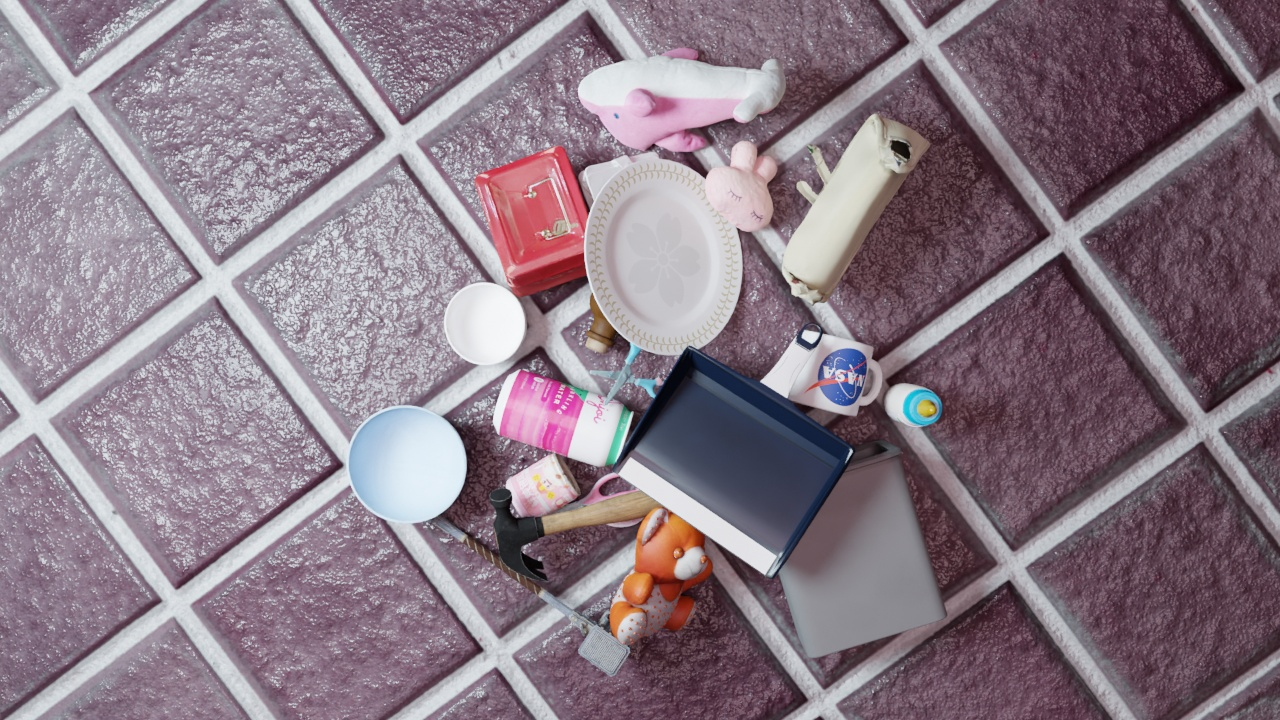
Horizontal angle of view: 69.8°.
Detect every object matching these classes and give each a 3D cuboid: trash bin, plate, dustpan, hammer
[{"bbox_3d":[0.261,0.236,1.166,0.192,0.097,0.220,-17,93,1],"label":"trash bin"},{"bbox_3d":[0.031,-0.127,1.137,0.242,0.016,0.242,2,87,-35],"label":"plate"},{"bbox_3d":[0.135,0.076,1.096,0.236,0.080,0.272,33,75,15],"label":"dustpan"},{"bbox_3d":[-0.150,0.286,1.189,0.322,0.098,0.044,33,92,8],"label":"hammer"},{"bbox_3d":[-0.032,0.195,1.169,0.305,0.040,0.132,-11,119,-12],"label":"hammer"}]

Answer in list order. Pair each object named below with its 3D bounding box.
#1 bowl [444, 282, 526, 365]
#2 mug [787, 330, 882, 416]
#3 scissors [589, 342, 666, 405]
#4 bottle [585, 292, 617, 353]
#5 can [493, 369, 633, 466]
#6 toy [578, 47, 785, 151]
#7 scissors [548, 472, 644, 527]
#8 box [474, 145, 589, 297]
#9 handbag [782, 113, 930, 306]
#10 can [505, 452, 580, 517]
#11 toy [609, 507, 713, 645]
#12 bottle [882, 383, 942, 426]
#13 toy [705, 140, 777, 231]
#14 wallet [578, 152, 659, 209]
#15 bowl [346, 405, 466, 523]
[{"bbox_3d":[-0.197,-0.046,1.185,0.105,0.054,0.105,0,90,0],"label":"bowl"},{"bbox_3d":[0.252,0.019,1.165,0.121,0.091,0.090,13,92,-19],"label":"mug"},{"bbox_3d":[-0.007,0.005,1.176,0.136,0.015,0.125,10,70,-38],"label":"scissors"},{"bbox_3d":[-0.026,-0.084,1.173,0.068,0.068,0.157,24,92,0],"label":"bottle"},{"bbox_3d":[-0.098,0.075,1.169,0.166,0.088,0.088,18,92,0],"label":"can"},{"bbox_3d":[0.051,-0.312,1.142,0.266,0.186,0.128,5,131,22],"label":"toy"},{"bbox_3d":[-0.076,0.196,1.210,0.174,0.017,0.076,-13,94,0],"label":"scissors"},{"bbox_3d":[-0.124,-0.175,1.144,0.129,0.087,0.158,-20,74,2],"label":"box"},{"bbox_3d":[0.239,-0.194,1.118,0.132,0.183,0.229,30,109,2],"label":"handbag"},{"bbox_3d":[-0.126,0.165,1.183,0.076,0.067,0.067,-31,91,0],"label":"can"},{"bbox_3d":[0.033,0.266,1.145,0.093,0.163,0.172,25,101,37],"label":"toy"},{"bbox_3d":[0.339,0.056,1.132,0.051,0.146,0.051,0,92,1],"label":"bottle"},{"bbox_3d":[0.133,-0.223,1.167,0.108,0.053,0.105,27,77,-29],"label":"toy"},{"bbox_3d":[-0.015,-0.217,1.163,0.116,0.032,0.086,-26,99,-28],"label":"wallet"},{"bbox_3d":[-0.293,0.129,1.182,0.150,0.075,0.150,0,92,0],"label":"bowl"}]
